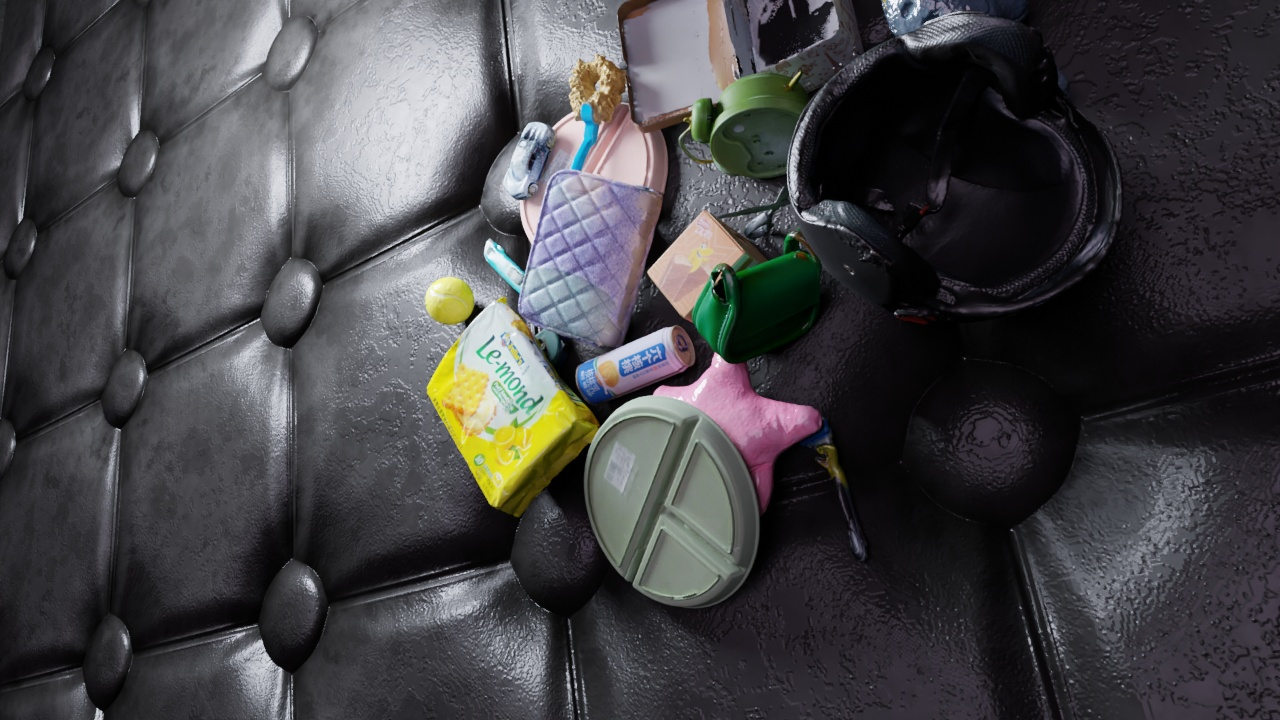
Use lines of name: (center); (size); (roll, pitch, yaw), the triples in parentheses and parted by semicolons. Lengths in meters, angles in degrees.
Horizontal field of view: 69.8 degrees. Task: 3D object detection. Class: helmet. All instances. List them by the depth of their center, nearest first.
helmet: (0.263, -0.148, 0.803); (0.275, 0.230, 0.233); (33, 90, 13)

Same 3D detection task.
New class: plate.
plate: (0.023, 0.151, 0.958); (0.231, 0.027, 0.230); (10, 105, 39)
plate: (-0.067, -0.227, 1.172); (0.230, 0.028, 0.229); (-10, 72, 33)

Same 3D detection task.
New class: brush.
brush: (-0.075, -0.262, 1.140); (0.083, 0.045, 0.254); (13, 85, 29)

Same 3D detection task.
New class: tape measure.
tape measure: (-0.117, -0.014, 1.151); (0.058, 0.025, 0.054); (-35, 59, 23)

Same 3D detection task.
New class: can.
can: (-0.006, 0.006, 1.051); (0.135, 0.053, 0.053); (-23, 66, 28)

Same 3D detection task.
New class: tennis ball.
tennis ball: (-0.258, -0.080, 1.240); (0.066, 0.065, 0.065); (-10, 72, 32)

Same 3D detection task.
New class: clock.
clock: (0.118, -0.250, 0.998); (0.162, 0.116, 0.056); (-14, 59, 28)

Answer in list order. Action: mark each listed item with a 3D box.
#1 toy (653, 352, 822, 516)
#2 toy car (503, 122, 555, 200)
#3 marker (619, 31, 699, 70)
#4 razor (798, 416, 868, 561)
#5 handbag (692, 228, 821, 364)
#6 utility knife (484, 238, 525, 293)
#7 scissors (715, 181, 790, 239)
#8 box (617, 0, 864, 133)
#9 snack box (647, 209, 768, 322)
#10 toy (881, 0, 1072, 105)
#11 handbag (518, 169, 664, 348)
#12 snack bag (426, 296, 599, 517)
toy: (0.082, 0.077, 0.961); (0.194, 0.074, 0.179); (42, 105, 38)
toy car: (-0.147, -0.262, 1.200); (0.049, 0.031, 0.105); (21, 91, 38)
marker: (0.031, -0.396, 1.155); (0.132, 0.020, 0.022); (-18, 46, 31)
razor: (0.196, 0.127, 0.900); (0.043, 0.022, 0.142); (-44, 56, 49)
handbag: (0.120, -0.067, 0.929); (0.068, 0.131, 0.120); (51, 151, 36)
utility knife: (-0.158, -0.106, 1.210); (0.193, 0.013, 0.029); (43, 103, 34)
scissors: (0.139, -0.160, 0.944); (0.160, 0.176, 0.014); (-37, 73, 54)
box: (0.106, -0.373, 1.053); (0.263, 0.088, 0.177); (-19, 68, 29)
snack box: (0.081, -0.092, 0.993); (0.094, 0.092, 0.077); (-47, 56, 16)
toy: (0.308, -0.384, 0.917); (0.138, 0.091, 0.356); (-17, 70, 17)
handbag: (-0.058, -0.122, 1.084); (0.134, 0.075, 0.194); (19, 100, 18)
snack bag: (-0.156, 0.054, 1.105); (0.158, 0.068, 0.246); (-48, 56, 15)
